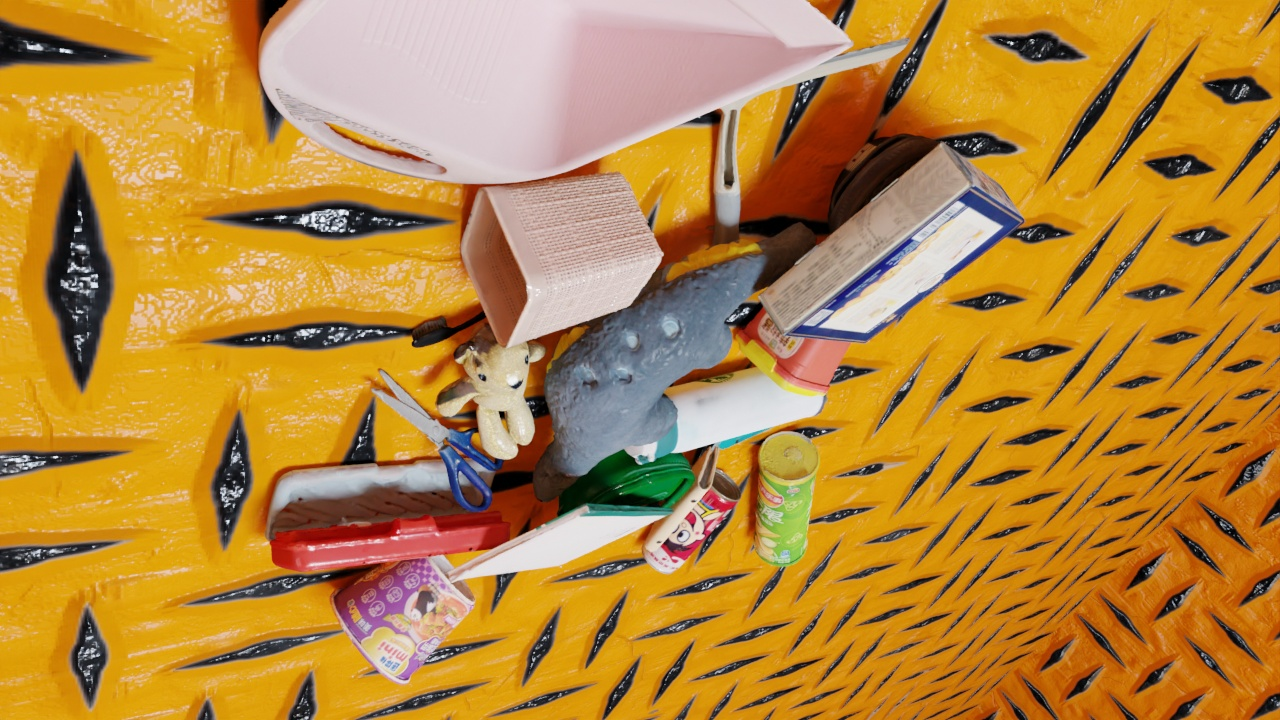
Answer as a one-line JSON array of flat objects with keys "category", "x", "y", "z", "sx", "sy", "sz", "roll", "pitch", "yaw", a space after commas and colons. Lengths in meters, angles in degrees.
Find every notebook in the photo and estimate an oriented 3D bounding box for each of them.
[{"category": "notebook", "x": -0.067, "y": 0.173, "z": 0.881, "sx": 0.151, "sy": 0.012, "sz": 0.209, "roll": -28, "pitch": 162, "yaw": 16}]

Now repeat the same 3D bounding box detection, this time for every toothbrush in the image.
[{"category": "toothbrush", "x": -0.095, "y": -0.053, "z": 0.727, "sx": 0.188, "sy": 0.016, "sz": 0.014, "roll": -26, "pitch": 154, "yaw": -17}]

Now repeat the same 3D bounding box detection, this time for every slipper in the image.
[{"category": "slipper", "x": 0.208, "y": -0.140, "z": 0.818, "sx": 0.111, "sy": 0.083, "sz": 0.268, "roll": -36, "pitch": 162, "yaw": 9}]

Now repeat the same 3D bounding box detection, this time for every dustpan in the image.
[{"category": "dustpan", "x": -0.065, "y": -0.151, "z": 0.481, "sx": 0.222, "sy": 0.274, "sz": 0.139, "roll": 15, "pitch": 96, "yaw": -43}]

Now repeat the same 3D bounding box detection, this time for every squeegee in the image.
[{"category": "squeegee", "x": 0.072, "y": -0.139, "z": 0.735, "sx": 0.246, "sy": 0.039, "sz": 0.247, "roll": -15, "pitch": 147, "yaw": -5}]

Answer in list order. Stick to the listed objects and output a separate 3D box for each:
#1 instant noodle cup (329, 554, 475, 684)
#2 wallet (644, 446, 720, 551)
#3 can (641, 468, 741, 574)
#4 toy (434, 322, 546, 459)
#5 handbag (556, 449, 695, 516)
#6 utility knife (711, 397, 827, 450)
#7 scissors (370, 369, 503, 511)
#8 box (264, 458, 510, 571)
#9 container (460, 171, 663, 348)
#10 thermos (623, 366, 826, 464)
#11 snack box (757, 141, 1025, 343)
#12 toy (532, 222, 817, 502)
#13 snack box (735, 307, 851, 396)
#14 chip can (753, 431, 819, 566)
[{"category": "instant noodle cup", "x": -0.220, "y": 0.232, "z": 0.872, "sx": 0.099, "sy": 0.111, "sz": 0.111, "roll": -40, "pitch": 144, "yaw": -7}, {"category": "wallet", "x": 0.047, "y": 0.149, "z": 1.015, "sx": 0.115, "sy": 0.024, "sz": 0.087, "roll": -57, "pitch": -179, "yaw": 34}, {"category": "can", "x": 0.058, "y": 0.189, "z": 1.077, "sx": 0.053, "sy": 0.053, "sz": 0.133, "roll": 13, "pitch": 123, "yaw": -45}, {"category": "toy", "x": -0.114, "y": 0.028, "z": 0.753, "sx": 0.105, "sy": 0.066, "sz": 0.157, "roll": -28, "pitch": 150, "yaw": -20}, {"category": "handbag", "x": -0.017, "y": 0.131, "z": 0.941, "sx": 0.131, "sy": 0.068, "sz": 0.120, "roll": -15, "pitch": 145, "yaw": -26}, {"category": "utility knife", "x": 0.150, "y": 0.070, "z": 1.049, "sx": 0.161, "sy": 0.013, "sz": 0.029, "roll": -23, "pitch": 140, "yaw": -16}, {"category": "scissors", "x": -0.165, "y": 0.056, "z": 0.775, "sx": 0.012, "sy": 0.128, "sz": 0.173, "roll": -8, "pitch": 113, "yaw": 27}, {"category": "box", "x": -0.218, "y": 0.126, "z": 0.802, "sx": 0.201, "sy": 0.091, "sz": 0.095, "roll": 1, "pitch": 174, "yaw": -39}, {"category": "container", "x": -0.055, "y": -0.075, "z": 0.653, "sx": 0.110, "sy": 0.090, "sz": 0.090, "roll": -16, "pitch": 162, "yaw": -27}, {"category": "thermos", "x": 0.080, "y": 0.045, "z": 0.923, "sx": 0.223, "sy": 0.073, "sz": 0.073, "roll": -12, "pitch": 138, "yaw": -29}, {"category": "snack box", "x": 0.211, "y": -0.086, "z": 0.757, "sx": 0.178, "sy": 0.045, "sz": 0.182, "roll": -41, "pitch": 158, "yaw": 26}, {"category": "toy", "x": -0.005, "y": 0.005, "z": 0.781, "sx": 0.137, "sy": 0.091, "sz": 0.357, "roll": 17, "pitch": 123, "yaw": -48}, {"category": "snack box", "x": 0.154, "y": -0.020, "z": 0.891, "sx": 0.082, "sy": 0.091, "sz": 0.080, "roll": 14, "pitch": 115, "yaw": -47}, {"category": "chip can", "x": 0.179, "y": 0.180, "z": 1.145, "sx": 0.072, "sy": 0.072, "sz": 0.222, "roll": -24, "pitch": 143, "yaw": -14}]
